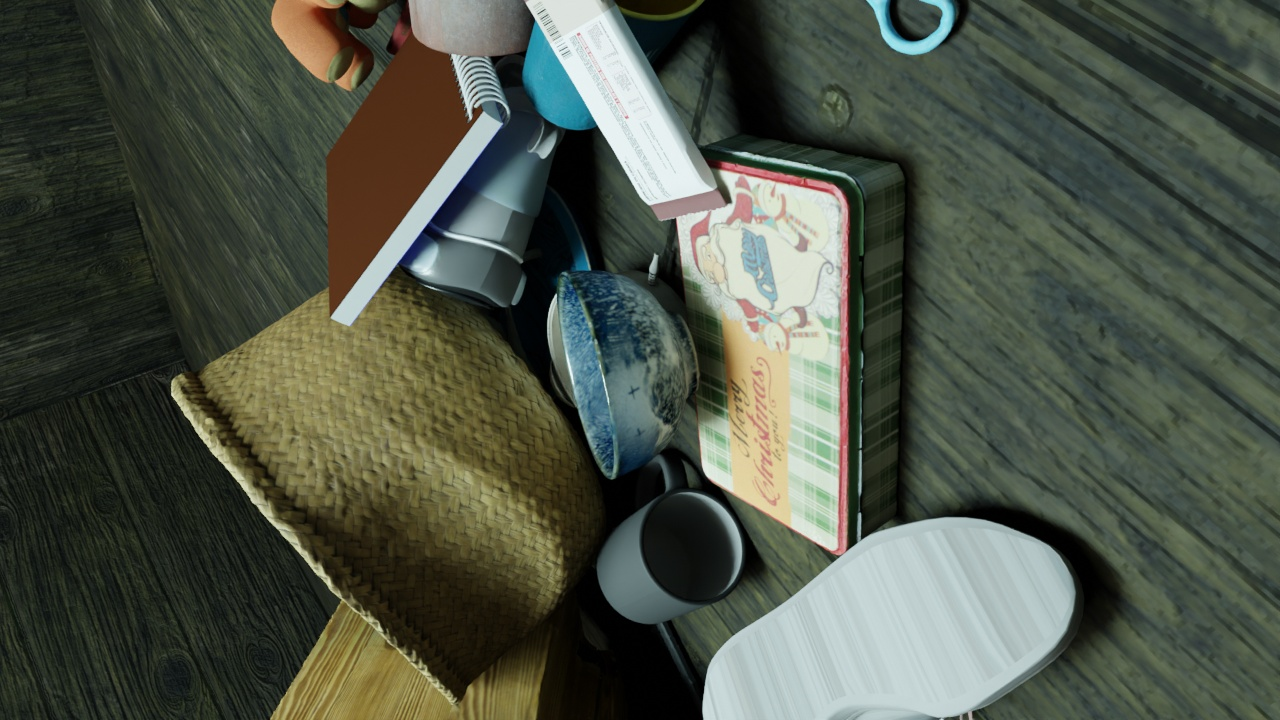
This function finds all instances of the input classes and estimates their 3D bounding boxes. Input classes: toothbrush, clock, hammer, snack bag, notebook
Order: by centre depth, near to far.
[{"bbox_3d":[-0.014,-0.135,0.425,0.057,0.013,0.158,1,129,57],"label":"snack bag"},{"bbox_3d":[-0.156,-0.147,0.606,0.172,0.022,0.209,-47,38,21],"label":"notebook"},{"bbox_3d":[-0.017,-0.003,0.615,0.157,0.061,0.103,-31,85,53],"label":"clock"},{"bbox_3d":[-0.153,-0.278,0.654,0.016,0.016,0.190,59,145,2],"label":"toothbrush"},{"bbox_3d":[0.026,0.228,0.762,0.325,0.015,0.095,63,150,4],"label":"hammer"}]

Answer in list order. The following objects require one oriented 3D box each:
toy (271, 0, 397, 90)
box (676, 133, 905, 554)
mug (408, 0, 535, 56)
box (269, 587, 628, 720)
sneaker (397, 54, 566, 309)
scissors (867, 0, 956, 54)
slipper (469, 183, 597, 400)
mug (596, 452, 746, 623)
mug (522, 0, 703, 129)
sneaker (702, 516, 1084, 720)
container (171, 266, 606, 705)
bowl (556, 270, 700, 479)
[{"bbox_3d":[-0.219,-0.290,0.667,0.112,0.096,0.176,-98,9,-77],"label":"toy"},{"bbox_3d":[0.076,-0.008,0.474,0.118,0.050,0.206,30,136,46],"label":"box"},{"bbox_3d":[-0.110,-0.243,0.531,0.096,0.123,0.110,-83,-4,-55],"label":"mug"},{"bbox_3d":[-0.127,0.397,0.800,0.278,0.286,0.337,-80,-19,-72],"label":"box"},{"bbox_3d":[-0.134,-0.145,0.659,0.257,0.093,0.160,40,107,52],"label":"sneaker"},{"bbox_3d":[0.083,-0.166,0.389,0.141,0.015,0.076,32,139,53],"label":"scissors"},{"bbox_3d":[-0.100,-0.019,0.737,0.118,0.060,0.296,53,148,14],"label":"slipper"},{"bbox_3d":[0.018,0.122,0.646,0.088,0.078,0.113,133,136,-58],"label":"mug"},{"bbox_3d":[-0.021,-0.177,0.483,0.078,0.078,0.122,62,155,5],"label":"mug"},{"bbox_3d":[0.136,0.154,0.481,0.237,0.089,0.099,-42,52,39],"label":"sneaker"},{"bbox_3d":[-0.176,0.078,0.706,0.307,0.196,0.307,42,158,21],"label":"container"},{"bbox_3d":[-0.003,0.003,0.502,0.114,0.060,0.114,167,91,-78],"label":"bowl"}]
